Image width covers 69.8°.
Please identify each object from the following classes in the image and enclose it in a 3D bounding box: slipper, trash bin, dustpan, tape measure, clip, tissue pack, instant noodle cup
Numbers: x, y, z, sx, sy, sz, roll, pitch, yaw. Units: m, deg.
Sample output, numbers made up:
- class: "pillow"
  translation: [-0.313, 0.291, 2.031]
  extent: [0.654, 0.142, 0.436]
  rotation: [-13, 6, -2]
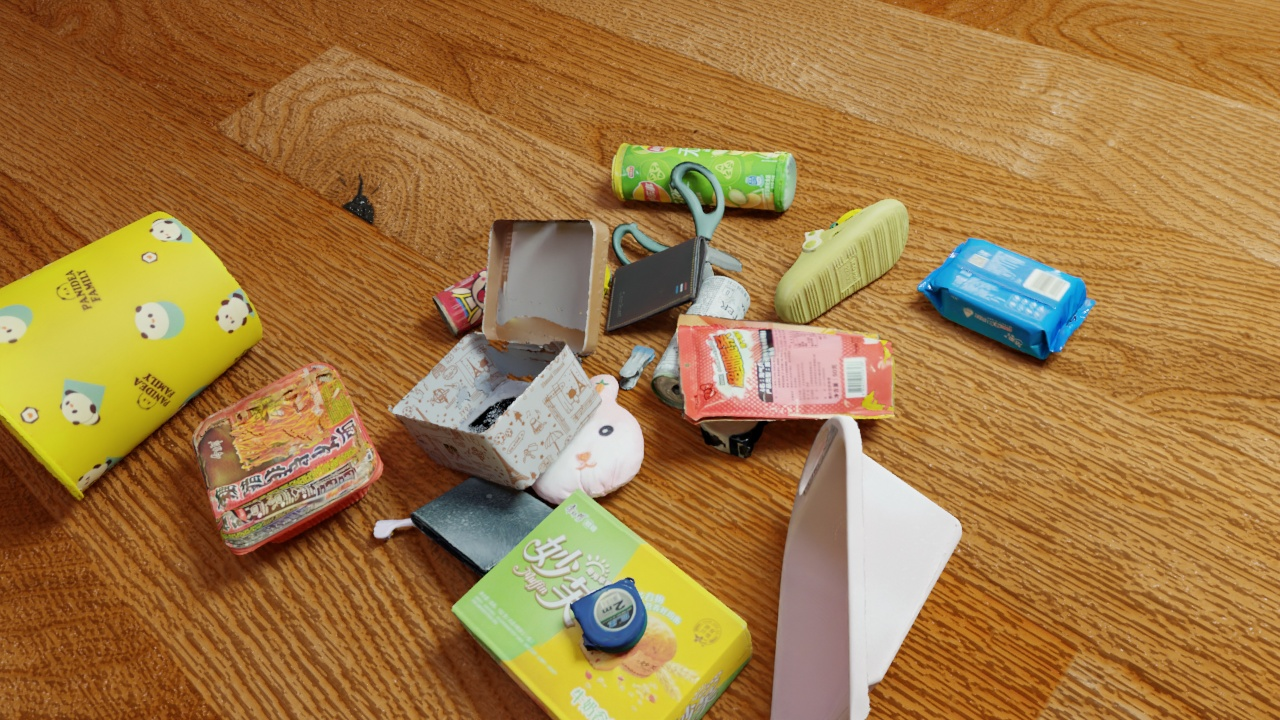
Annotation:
- class: "slipper"
  translation: [0.209, -0.117, 1.005]
  extent: [0.190, 0.092, 0.081]
  rotation: [-37, 52, -14]
- class: "trash bin"
  translation: [-0.578, -0.019, 0.999]
  extent: [0.230, 0.230, 0.254]
  rotation: [27, 56, 28]
- class: "dustpan"
  translation: [0.129, 0.181, 0.706]
  extent: [0.139, 0.223, 0.272]
  rotation: [34, 51, 17]
- class: "tape measure"
  translation: [0.092, 0.059, 0.920]
  extent: [0.066, 0.034, 0.065]
  rotation: [17, 55, 22]
- class: "clip"
  translation: [-0.006, 0.005, 0.992]
  extent: [0.025, 0.030, 0.056]
  rotation: [17, 51, 21]
- class: "tissue pack"
  translation: [0.378, -0.066, 0.952]
  extent: [0.157, 0.052, 0.094]
  rotation: [31, 61, 30]
- class: "tape measure"
  translation: [-0.022, 0.207, 0.737]
  extent: [0.058, 0.025, 0.054]
  rotation: [-26, 53, -5]
- class: "instant noodle cup"
  translation: [-0.357, 0.104, 0.941]
  extent: [0.164, 0.079, 0.188]
  rotation: [-28, 53, -12]

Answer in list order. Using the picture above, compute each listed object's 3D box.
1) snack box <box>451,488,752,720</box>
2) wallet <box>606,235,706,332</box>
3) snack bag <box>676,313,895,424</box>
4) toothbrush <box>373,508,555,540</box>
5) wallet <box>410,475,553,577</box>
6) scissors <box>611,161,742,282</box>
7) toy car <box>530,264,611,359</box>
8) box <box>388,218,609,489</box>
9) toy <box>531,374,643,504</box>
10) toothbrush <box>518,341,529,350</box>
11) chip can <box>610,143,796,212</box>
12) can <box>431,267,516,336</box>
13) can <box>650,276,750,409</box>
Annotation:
- class: "snack box"
  translation: [-0.033, 0.231, 0.782]
  extent: [0.210, 0.070, 0.157]
  rotation: [34, 65, 31]
- class: "wallet"
  translation: [0.017, -0.085, 1.028]
  extent: [0.123, 0.020, 0.096]
  rotation: [-19, 43, 33]
- class: "snack bag"
  translation: [0.140, 0.010, 0.901]
  extent: [0.208, 0.073, 0.128]
  rotation: [1, 53, -1]
- class: "toothbrush"
  translation: [-0.166, 0.159, 0.899]
  extent: [0.189, 0.021, 0.029]
  rotation: [-5, 19, 5]
- class: "wallet"
  translation: [-0.146, 0.151, 0.873]
  extent: [0.121, 0.019, 0.097]
  rotation: [25, 43, 37]
- class: "scissors"
  translation: [0.055, -0.160, 1.072]
  extent: [0.173, 0.019, 0.179]
  rotation: [21, 88, 24]
- class: "toy car"
  translation: [-0.076, -0.067, 1.036]
  extent: [0.071, 0.041, 0.155]
  rotation: [15, 53, 0]
- class: "box"
  translation: [-0.122, -0.012, 0.921]
  extent: [0.179, 0.124, 0.273]
  rotation: [8, 72, 46]
- class: "toy"
  translation: [-0.060, 0.075, 0.927]
  extent: [0.121, 0.054, 0.159]
  rotation: [-16, 43, 2]
- class: "toothbrush"
  translation: [-0.094, -0.072, 1.071]
  extent: [0.012, 0.017, 0.185]
  rotation: [39, 60, -10]
- class: "chip can"
  translation: [0.079, -0.224, 1.124]
  extent: [0.221, 0.073, 0.072]
  rotation: [7, 53, 16]
- class: "can"
  translation: [-0.172, -0.083, 1.070]
  extent: [0.132, 0.053, 0.053]
  rotation: [-31, 53, -14]
- class: "can"
  translation: [0.065, -0.020, 0.972]
  extent: [0.058, 0.058, 0.146]
  rotation: [15, 56, 21]
